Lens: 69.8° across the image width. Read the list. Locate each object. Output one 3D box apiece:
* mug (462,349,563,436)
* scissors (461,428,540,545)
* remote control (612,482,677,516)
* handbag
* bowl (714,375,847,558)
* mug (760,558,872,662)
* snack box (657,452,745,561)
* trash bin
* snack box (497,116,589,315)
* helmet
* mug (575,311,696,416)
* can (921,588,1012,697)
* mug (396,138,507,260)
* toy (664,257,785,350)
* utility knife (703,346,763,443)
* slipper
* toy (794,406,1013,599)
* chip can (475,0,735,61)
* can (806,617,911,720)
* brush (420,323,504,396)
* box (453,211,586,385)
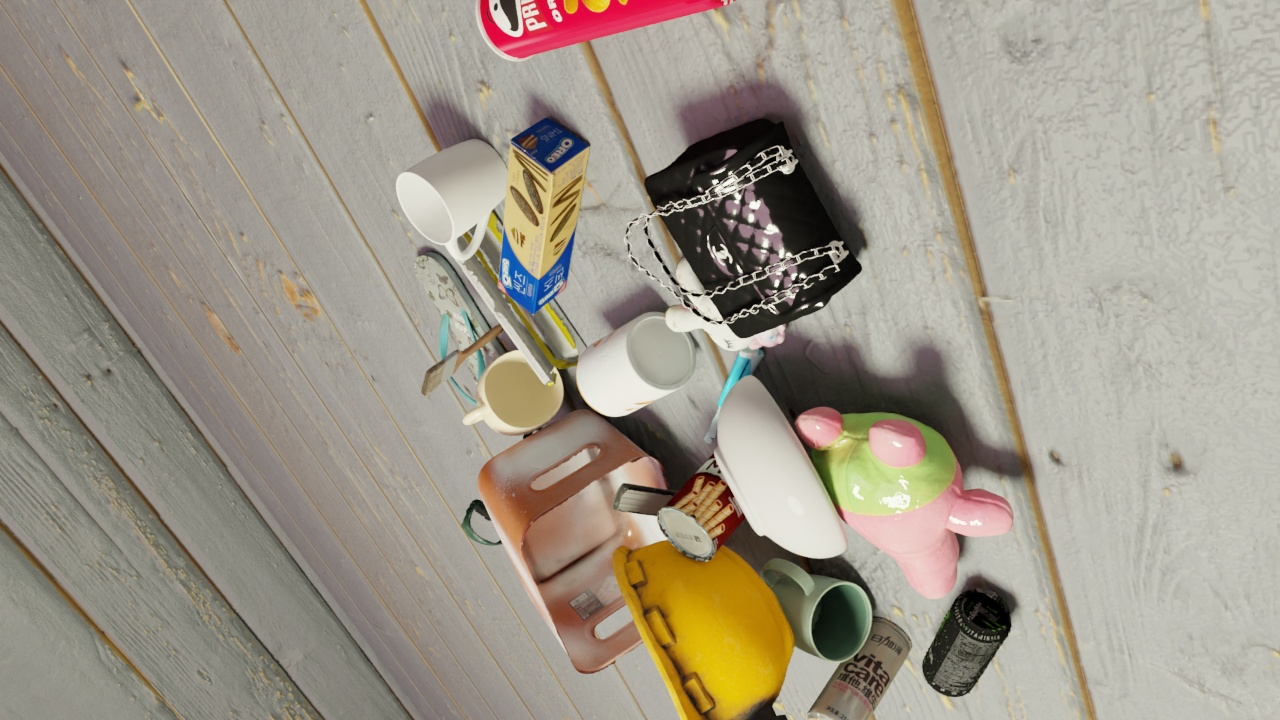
[{"bbox_3d":[-0.160,0.048,1.102,0.096,0.120,0.100,62,158,3],"label":"mug"},{"bbox_3d":[-0.159,0.167,1.158,0.015,0.203,0.201,-6,157,22],"label":"scissors"},{"bbox_3d":[0.030,0.158,1.008,0.013,0.136,0.033,40,112,53],"label":"remote control"},{"bbox_3d":[0.077,-0.092,0.690,0.125,0.114,0.154,-15,109,52],"label":"handbag"},{"bbox_3d":[0.113,0.104,0.820,0.176,0.066,0.176,62,-179,-2],"label":"bowl"},{"bbox_3d":[0.173,0.257,0.978,0.111,0.084,0.104,56,156,-17],"label":"mug"},{"bbox_3d":[0.080,0.135,0.920,0.072,0.121,0.072,29,142,26],"label":"snack box"},{"bbox_3d":[-0.064,0.206,1.086,0.157,0.181,0.260,38,152,50],"label":"trash bin"},{"bbox_3d":[-0.097,-0.133,0.896,0.057,0.056,0.207,37,146,14],"label":"snack box"},{"bbox_3d":[0.083,0.278,0.936,0.255,0.131,0.205,63,-175,31],"label":"helmet"},{"bbox_3d":[-0.005,0.005,0.916,0.082,0.082,0.106,52,146,-7],"label":"mug"},{"bbox_3d":[0.306,0.267,0.864,0.054,0.053,0.138,30,143,24],"label":"can"},{"bbox_3d":[-0.182,-0.161,0.935,0.081,0.087,0.114,20,138,36],"label":"mug"},{"bbox_3d":[0.074,-0.042,0.816,0.123,0.037,0.079,22,133,29],"label":"toy"},{"bbox_3d":[0.089,0.039,0.907,0.022,0.015,0.177,16,145,1],"label":"utility knife"},{"bbox_3d":[-0.218,-0.012,1.169,0.098,0.054,0.269,4,126,44],"label":"slipper"},{"bbox_3d":[0.221,0.119,0.774,0.192,0.096,0.237,16,146,52],"label":"toy"},{"bbox_3d":[-0.027,-0.269,0.661,0.221,0.069,0.069,6,129,45],"label":"chip can"},{"bbox_3d":[0.227,0.335,0.952,0.054,0.135,0.054,30,144,24],"label":"can"},{"bbox_3d":[-0.198,-0.010,1.063,0.008,0.142,0.045,39,138,10],"label":"brush"},{"bbox_3d":[-0.142,-0.070,1.023,0.210,0.070,0.067,56,167,-15],"label":"box"}]
